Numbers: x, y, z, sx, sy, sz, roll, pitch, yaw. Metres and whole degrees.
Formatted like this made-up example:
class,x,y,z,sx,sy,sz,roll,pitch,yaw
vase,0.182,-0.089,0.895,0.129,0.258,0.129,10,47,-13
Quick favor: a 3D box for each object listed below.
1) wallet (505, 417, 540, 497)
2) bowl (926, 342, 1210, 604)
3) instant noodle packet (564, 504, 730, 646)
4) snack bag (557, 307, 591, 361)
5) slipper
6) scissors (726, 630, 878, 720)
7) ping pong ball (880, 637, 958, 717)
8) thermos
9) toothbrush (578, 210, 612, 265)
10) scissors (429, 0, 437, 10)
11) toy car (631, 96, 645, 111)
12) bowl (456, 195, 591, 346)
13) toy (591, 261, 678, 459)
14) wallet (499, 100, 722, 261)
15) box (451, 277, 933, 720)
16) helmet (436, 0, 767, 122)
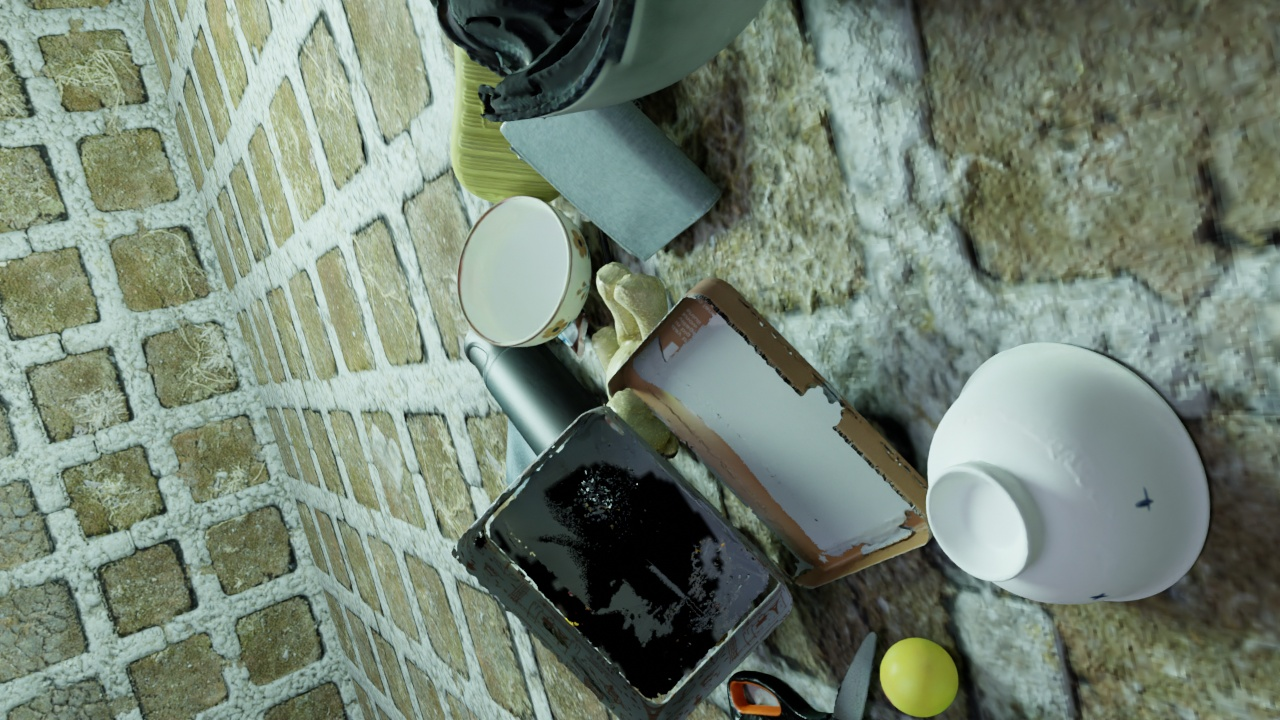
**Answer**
class,x,y,z,sx,sy,sz,roll,pitch,yaw
wallet,-0.108,0.115,0.914,0.097,0.019,0.121,51,146,35
bowl,0.161,0.057,0.385,0.118,0.064,0.118,34,133,46
instant noodle packet,0.002,0.157,0.657,0.044,0.128,0.111,-75,-12,-60
snack bag,-0.072,-0.047,0.752,0.105,0.026,0.045,45,134,34
slipper,-0.085,-0.193,0.655,0.191,0.091,0.081,101,180,-55
scissors,0.119,0.251,0.605,0.225,0.021,0.221,21,124,54
ping pong ball,0.149,0.169,0.491,0.040,0.040,0.040,36,135,46
thermos,-0.064,0.039,0.752,0.242,0.068,0.090,47,122,37
toothbrush,-0.019,-0.039,0.681,0.016,0.018,0.181,2,109,51
scissors,-0.147,-0.275,0.767,0.166,0.014,0.163,47,145,33
toy car,-0.023,-0.200,0.568,0.053,0.045,0.121,47,144,39
bowl,-0.080,-0.064,0.702,0.114,0.062,0.113,-3,84,35
toy,-0.004,0.004,0.627,0.105,0.066,0.157,25,137,31
wallet,-0.021,-0.127,0.573,0.129,0.036,0.107,42,153,-10
box,0.027,0.091,0.549,0.179,0.130,0.273,45,118,3
helmet,-0.013,-0.242,0.418,0.231,0.156,0.273,104,148,-45
